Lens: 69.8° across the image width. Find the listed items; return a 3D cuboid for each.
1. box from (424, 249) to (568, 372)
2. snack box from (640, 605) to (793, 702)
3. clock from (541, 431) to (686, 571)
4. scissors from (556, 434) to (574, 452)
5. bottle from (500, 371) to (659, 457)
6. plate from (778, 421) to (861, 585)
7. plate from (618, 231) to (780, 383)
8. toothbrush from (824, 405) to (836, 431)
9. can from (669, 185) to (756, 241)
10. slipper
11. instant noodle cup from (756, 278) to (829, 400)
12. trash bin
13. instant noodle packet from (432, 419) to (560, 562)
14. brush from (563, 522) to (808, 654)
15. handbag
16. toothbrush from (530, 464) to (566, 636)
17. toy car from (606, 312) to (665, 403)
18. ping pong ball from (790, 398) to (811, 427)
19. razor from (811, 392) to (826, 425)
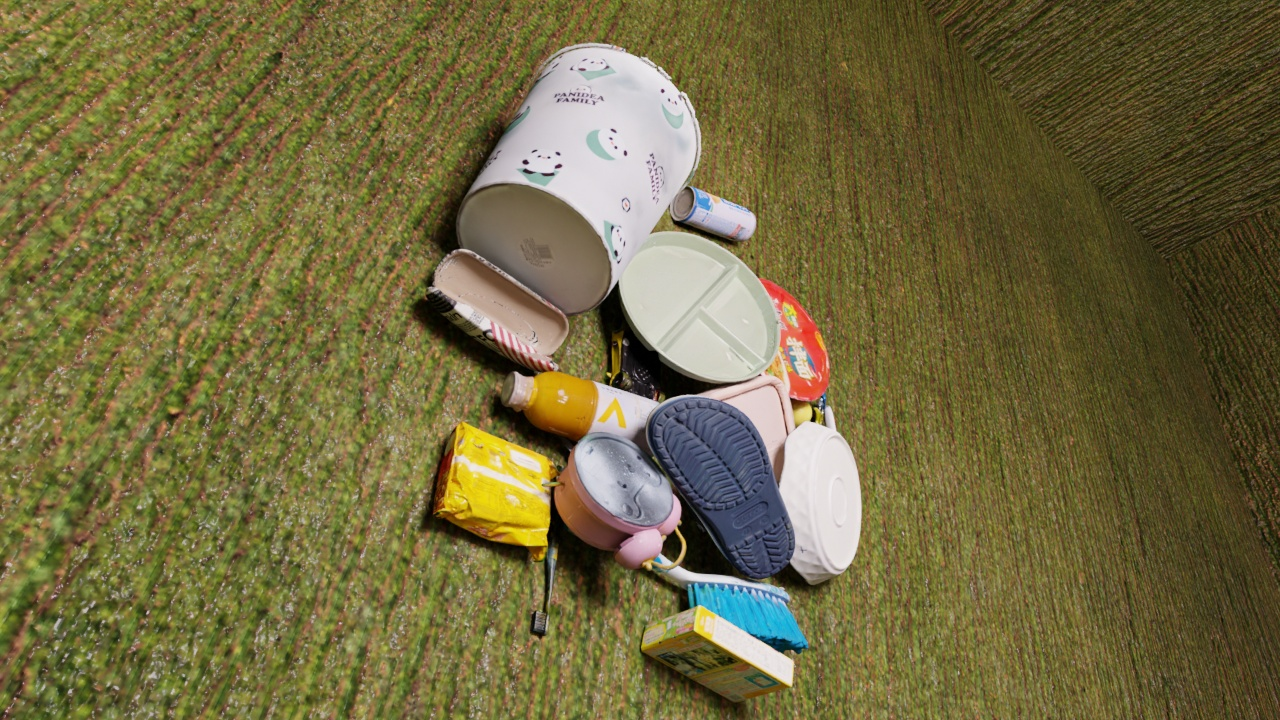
[{"bbox_3d":[-0.148,-0.054,0.984,0.162,0.076,0.087,31,73,-22],"label":"box"},{"bbox_3d":[0.080,0.307,0.953,0.140,0.087,0.033,34,45,-23],"label":"snack box"},{"bbox_3d":[-0.016,0.147,0.923,0.158,0.060,0.117,39,30,2],"label":"clock"},{"bbox_3d":[-0.042,0.130,0.985,0.159,0.014,0.180,31,33,-17],"label":"scissors"},{"bbox_3d":[-0.058,0.055,0.990,0.189,0.068,0.067,19,51,-28],"label":"bottle"},{"bbox_3d":[0.233,0.179,1.165,0.204,0.046,0.204,19,68,-57],"label":"plate"},{"bbox_3d":[0.073,-0.066,1.152,0.230,0.028,0.229,16,50,-20],"label":"plate"},{"bbox_3d":[0.281,0.144,1.322,0.016,0.016,0.179,17,53,-30],"label":"toothbrush"},{"bbox_3d":[0.110,-0.217,1.370,0.134,0.053,0.053,12,56,-39],"label":"can"},{"bbox_3d":[0.092,0.131,1.010,0.105,0.095,0.253,-36,114,-8],"label":"slipper"},{"bbox_3d":[0.180,-0.019,1.294,0.193,0.066,0.193,26,48,-32],"label":"instant noodle cup"},{"bbox_3d":[-0.076,-0.199,1.056,0.229,0.230,0.251,40,48,-17],"label":"trash bin"},{"bbox_3d":[-0.138,0.127,0.895,0.128,0.044,0.110,31,44,-30],"label":"instant noodle packet"},{"bbox_3d":[0.052,0.251,0.998,0.314,0.061,0.109,20,46,-32],"label":"brush"},{"bbox_3d":[0.132,0.143,1.137,0.192,0.094,0.234,-18,85,-50],"label":"handbag"},{"bbox_3d":[-0.091,0.186,0.926,0.017,0.012,0.185,20,50,-21],"label":"toothbrush"},{"bbox_3d":[-0.007,0.006,1.109,0.071,0.041,0.155,26,46,-30],"label":"toy car"},{"bbox_3d":[0.221,0.074,1.290,0.040,0.040,0.040,25,48,-32],"label":"ping pong ball"},{"bbox_3d":[0.256,0.114,1.315,0.043,0.022,0.142,78,14,-55],"label":"razor"}]
